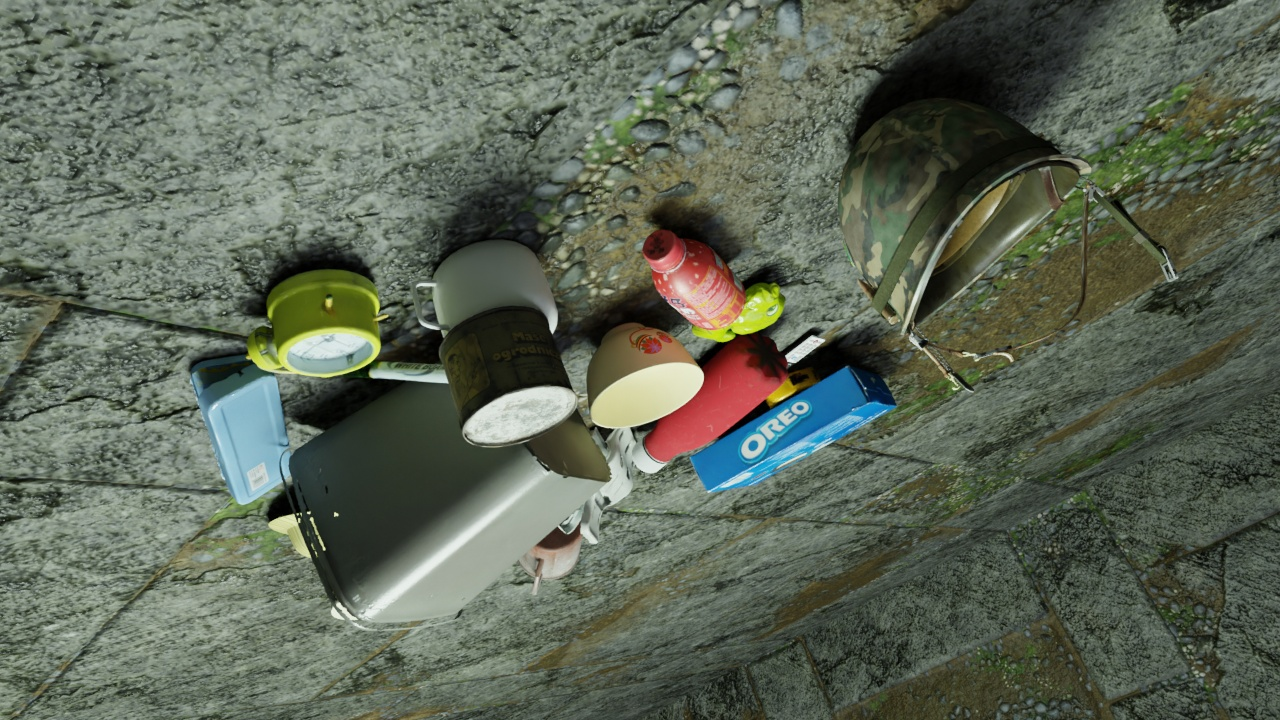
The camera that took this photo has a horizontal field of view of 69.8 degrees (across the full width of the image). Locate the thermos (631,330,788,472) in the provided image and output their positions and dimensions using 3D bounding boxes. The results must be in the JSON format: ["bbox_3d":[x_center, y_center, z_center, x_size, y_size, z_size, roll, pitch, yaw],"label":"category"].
[{"bbox_3d":[0.069,0.059,1.063,0.073,0.073,0.241,4,144,-40],"label":"thermos"}]

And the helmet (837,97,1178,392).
[{"bbox_3d":[0.273,-0.098,0.750,0.193,0.236,0.224,-41,147,5],"label":"helmet"}]

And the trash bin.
[{"bbox_3d":[-0.171,0.108,0.859,0.220,0.197,0.197,-36,158,13],"label":"trash bin"}]

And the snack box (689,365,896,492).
[{"bbox_3d":[0.206,0.092,1.202,0.239,0.056,0.195,-33,163,20],"label":"snack box"}]

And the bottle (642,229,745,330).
[{"bbox_3d":[0.044,-0.075,0.818,0.062,0.062,0.137,-30,151,15],"label":"bottle"}]

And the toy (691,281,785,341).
[{"bbox_3d":[0.102,-0.048,0.938,0.093,0.036,0.094,-6,151,-17],"label":"toy"}]

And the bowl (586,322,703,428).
[{"bbox_3d":[-0.005,0.005,0.911,0.118,0.074,0.118,-17,152,-9],"label":"bowl"}]

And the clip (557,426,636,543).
[{"bbox_3d":[-0.058,0.146,1.125,0.150,0.089,0.125,-55,156,-15],"label":"clip"}]

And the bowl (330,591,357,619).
[{"bbox_3d":[-0.343,0.281,1.178,0.115,0.062,0.115,-17,153,-9],"label":"bowl"}]

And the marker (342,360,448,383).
[{"bbox_3d":[-0.187,0.010,0.781,0.146,0.017,0.017,3,156,14],"label":"marker"}]

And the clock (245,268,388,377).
[{"bbox_3d":[-0.250,-0.022,0.708,0.119,0.057,0.083,-31,152,31],"label":"clock"}]

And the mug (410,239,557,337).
[{"bbox_3d":[-0.127,-0.045,0.740,0.115,0.068,0.095,-1,146,-35],"label":"mug"}]

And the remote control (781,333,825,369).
[{"bbox_3d":[0.167,0.005,1.102,0.028,0.011,0.124,10,139,-45],"label":"remote control"}]

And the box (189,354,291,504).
[{"bbox_3d":[-0.353,0.057,0.819,0.066,0.052,0.210,-33,163,-30],"label":"box"}]

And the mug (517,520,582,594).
[{"bbox_3d":[-0.124,0.244,1.212,0.096,0.122,0.110,9,146,3],"label":"mug"}]

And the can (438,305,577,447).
[{"bbox_3d":[-0.102,0.012,0.704,0.090,0.074,0.090,-18,154,-9],"label":"can"}]

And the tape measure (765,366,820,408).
[{"bbox_3d":[0.181,0.036,1.142,0.058,0.030,0.068,-9,156,-41],"label":"tape measure"}]

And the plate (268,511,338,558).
[{"bbox_3d":[-0.315,0.201,1.021,0.184,0.036,0.184,-4,161,-1],"label":"plate"}]
